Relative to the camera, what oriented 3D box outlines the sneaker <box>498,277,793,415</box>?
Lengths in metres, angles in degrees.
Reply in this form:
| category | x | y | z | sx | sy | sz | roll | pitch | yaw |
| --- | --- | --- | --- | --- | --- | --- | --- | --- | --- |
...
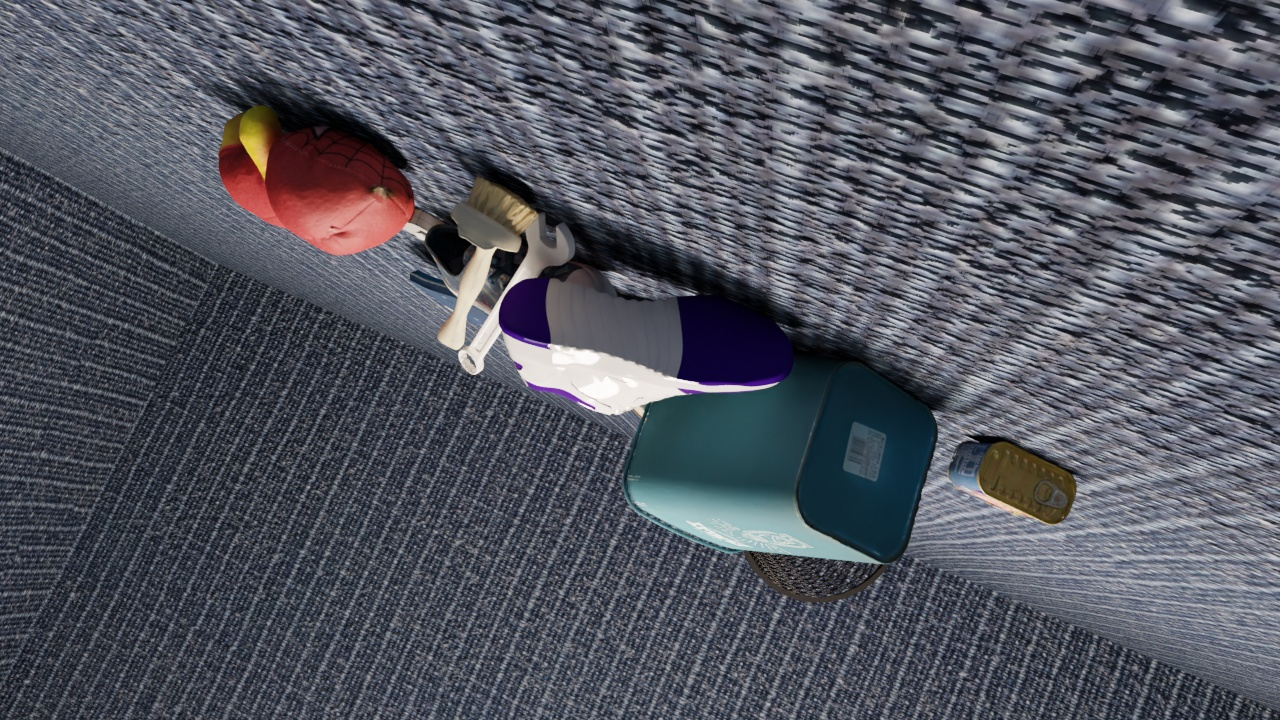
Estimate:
| category | x | y | z | sx | sy | sz | roll | pitch | yaw |
| --- | --- | --- | --- | --- | --- | --- | --- | --- | --- |
| sneaker | 0.001 | 0.005 | 0.781 | 0.244 | 0.091 | 0.111 | 10 | 143 | 3 |

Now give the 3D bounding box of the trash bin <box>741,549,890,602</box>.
| category | x | y | z | sx | sy | sz | roll | pitch | yaw |
| --- | --- | --- | --- | --- | --- | --- | --- | --- | --- |
| trash bin | 0.204 | 0.184 | 1.241 | 0.217 | 0.217 | 0.243 | 25 | 179 | -9 |

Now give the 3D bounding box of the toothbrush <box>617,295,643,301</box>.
| category | x | y | z | sx | sy | sz | roll | pitch | yaw |
| --- | --- | --- | --- | --- | --- | --- | --- | --- | --- |
| toothbrush | 0.028 | -0.044 | 0.879 | 0.190 | 0.017 | 0.016 | 15 | 168 | 47 |

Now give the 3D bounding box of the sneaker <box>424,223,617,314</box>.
| category | x | y | z | sx | sy | sz | roll | pitch | yaw |
| --- | --- | --- | --- | --- | --- | --- | --- | --- | --- |
| sneaker | -0.126 | -0.078 | 0.881 | 0.236 | 0.087 | 0.079 | 21 | 167 | 39 |

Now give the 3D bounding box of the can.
| category | x | y | z | sx | sy | sz | roll | pitch | yaw |
| --- | --- | --- | --- | --- | --- | --- | --- | --- | --- |
| can | 0.349 | 0.114 | 0.866 | 0.100 | 0.054 | 0.059 | 25 | 173 | -9 |

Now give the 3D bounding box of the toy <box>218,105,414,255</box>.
| category | x | y | z | sx | sy | sz | roll | pitch | yaw |
| --- | --- | --- | --- | --- | --- | --- | --- | --- | --- |
| toy | -0.284 | -0.153 | 0.804 | 0.216 | 0.099 | 0.147 | 23 | -179 | 43 |

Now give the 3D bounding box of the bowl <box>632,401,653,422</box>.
| category | x | y | z | sx | sy | sz | roll | pitch | yaw |
| --- | --- | --- | --- | --- | --- | --- | --- | --- | --- |
| bowl | -0.006 | 0.006 | 1.000 | 0.177 | 0.071 | 0.177 | 44 | 175 | 5 |

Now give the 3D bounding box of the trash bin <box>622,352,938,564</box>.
| category | x | y | z | sx | sy | sz | roll | pitch | yaw |
| --- | --- | --- | --- | --- | --- | --- | --- | --- | --- |
| trash bin | 0.137 | 0.089 | 0.875 | 0.196 | 0.199 | 0.219 | 29 | 164 | -31 |

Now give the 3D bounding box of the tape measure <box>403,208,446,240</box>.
| category | x | y | z | sx | sy | sz | roll | pitch | yaw |
| --- | --- | --- | --- | --- | --- | --- | --- | --- | --- |
| tape measure | -0.227 | -0.140 | 0.973 | 0.060 | 0.020 | 0.062 | 28 | 171 | -28 |

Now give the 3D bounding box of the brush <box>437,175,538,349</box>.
| category | x | y | z | sx | sy | sz | roll | pitch | yaw |
| --- | --- | --- | --- | --- | --- | --- | --- | --- | --- |
| brush | -0.146 | -0.073 | 0.802 | 0.062 | 0.077 | 0.273 | 43 | 151 | 1 |

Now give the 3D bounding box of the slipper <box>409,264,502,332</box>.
| category | x | y | z | sx | sy | sz | roll | pitch | yaw |
| --- | --- | --- | --- | --- | --- | --- | --- | --- | --- |
| slipper | -0.215 | -0.088 | 1.144 | 0.118 | 0.060 | 0.295 | 31 | 174 | -27 |

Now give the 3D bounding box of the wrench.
| category | x | y | z | sx | sy | sz | roll | pitch | yaw |
| --- | --- | --- | --- | --- | --- | --- | --- | --- | --- |
| wrench | -0.122 | -0.052 | 0.843 | 0.047 | 0.009 | 0.274 | 50 | 144 | 3 |
